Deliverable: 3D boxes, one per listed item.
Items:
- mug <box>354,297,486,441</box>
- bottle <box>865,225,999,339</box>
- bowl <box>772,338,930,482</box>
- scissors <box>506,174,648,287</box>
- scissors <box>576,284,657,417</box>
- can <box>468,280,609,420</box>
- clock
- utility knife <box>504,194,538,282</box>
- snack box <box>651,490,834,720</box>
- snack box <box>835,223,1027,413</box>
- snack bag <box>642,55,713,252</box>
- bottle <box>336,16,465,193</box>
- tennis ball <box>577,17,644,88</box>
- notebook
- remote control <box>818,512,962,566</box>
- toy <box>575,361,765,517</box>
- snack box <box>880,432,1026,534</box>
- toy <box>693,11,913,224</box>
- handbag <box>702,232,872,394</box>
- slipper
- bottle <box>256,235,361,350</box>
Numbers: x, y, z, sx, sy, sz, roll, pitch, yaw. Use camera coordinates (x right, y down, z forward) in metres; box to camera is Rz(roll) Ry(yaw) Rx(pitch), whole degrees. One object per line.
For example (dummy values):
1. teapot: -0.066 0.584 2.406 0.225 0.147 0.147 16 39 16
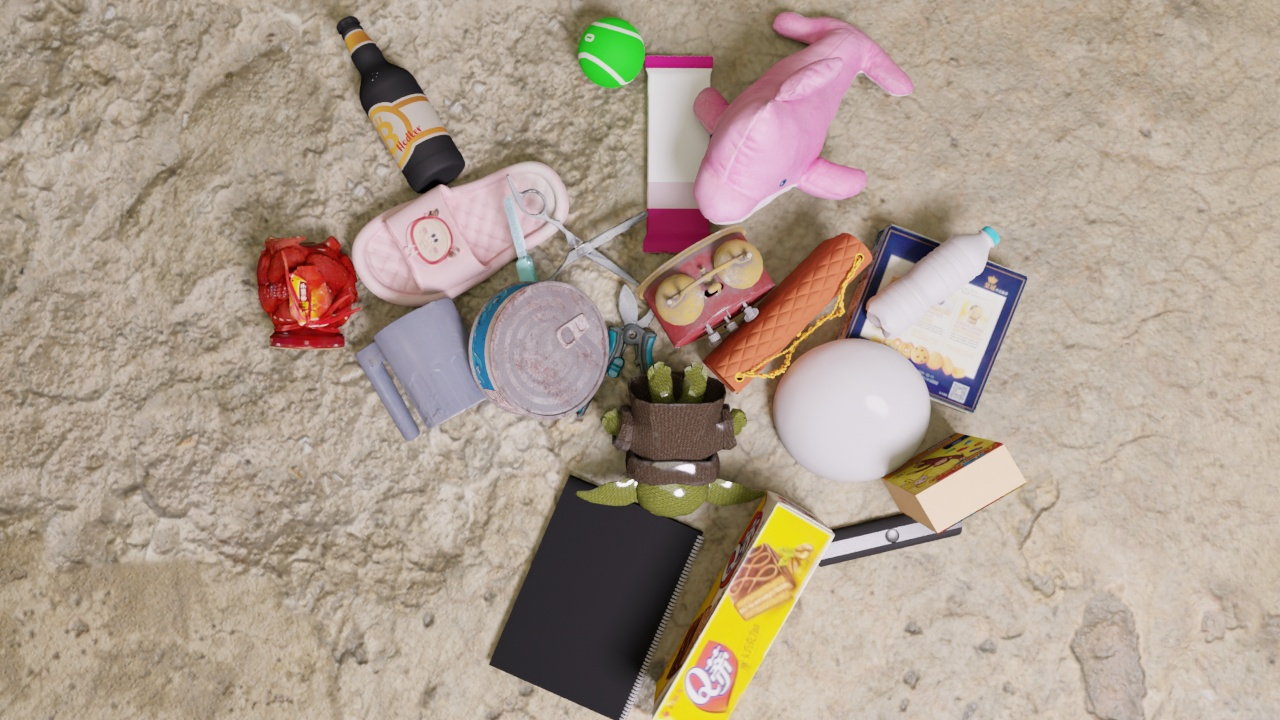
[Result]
1. mug: -0.212 0.012 0.899 0.124 0.083 0.104 -29 91 25
2. bottle: 0.273 -0.076 0.853 0.136 0.044 0.044 -38 89 2
3. bowl: 0.202 0.056 0.875 0.149 0.043 0.150 3 110 9
4. scissors: -0.069 -0.116 0.894 0.175 0.014 0.142 37 105 -22
5. scissors: -0.008 0.007 0.917 0.124 0.019 0.155 42 92 0
6. can: -0.095 -0.010 0.871 0.129 0.044 0.130 -3 96 -37
7. clock: 0.066 -0.061 0.846 0.117 0.159 0.081 -31 84 1
8. utility knife: -0.109 -0.080 0.892 0.022 0.015 0.165 -9 113 6
9. snack box: 0.094 0.240 0.869 0.061 0.110 0.230 30 91 4
10. snack box: 0.279 -0.040 0.897 0.144 0.042 0.145 22 91 2
11. snack bag: 0.038 -0.206 0.917 0.070 0.016 0.196 0 90 -1
12. bottle: -0.243 -0.256 0.902 0.059 0.059 0.181 -31 89 1
13. tennis ball: -0.029 -0.299 0.894 0.065 0.065 0.065 0 90 1
14. notebook: -0.043 0.239 0.921 0.149 0.016 0.206 23 91 2
15. remote control: 0.244 0.174 0.912 0.147 0.015 0.033 -13 90 1
16. toy: 0.032 0.076 0.875 0.179 0.078 0.153 1 113 -5
17. snack box: 0.287 0.111 0.856 0.088 0.126 0.040 -30 89 1
18. toy: 0.141 -0.235 0.841 0.187 0.128 0.265 34 68 11
19. handbag: 0.142 -0.039 0.868 0.172 0.109 0.060 -45 89 1
20. slipper: -0.175 -0.126 0.903 0.221 0.055 0.107 -24 91 -1
21. bottle: -0.321 -0.067 0.888 0.099 0.099 0.111 2 95 1
